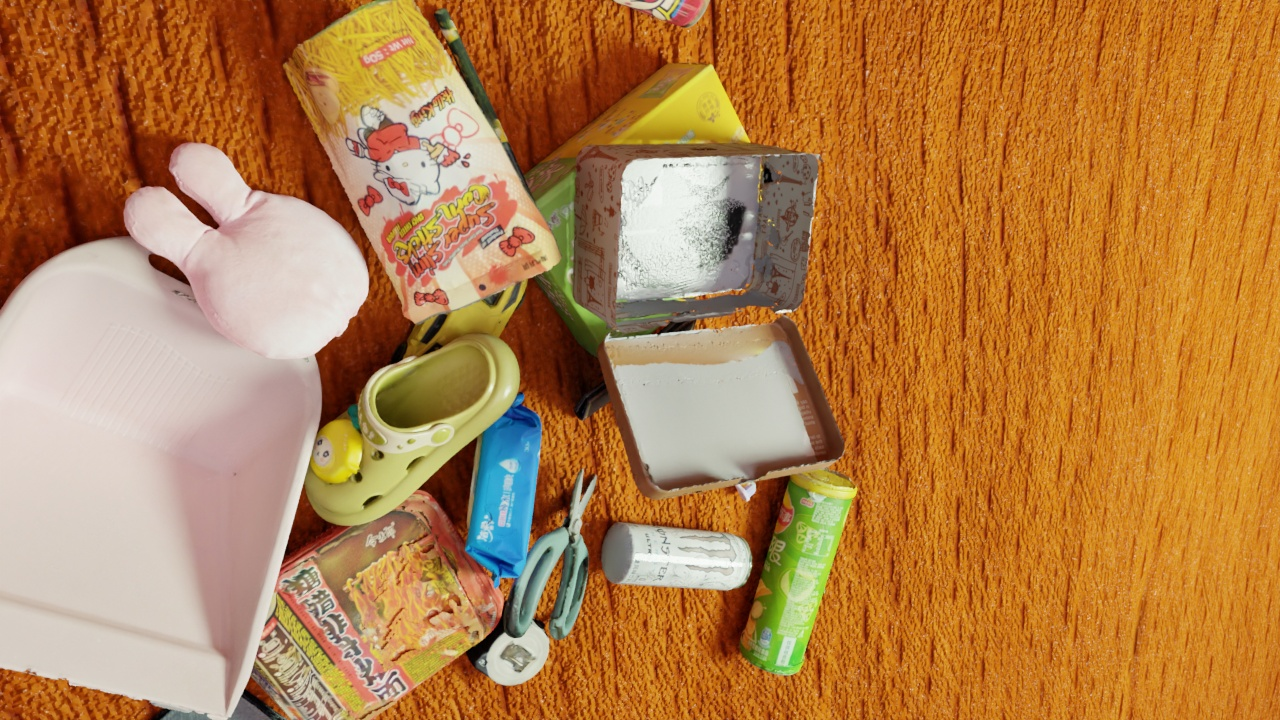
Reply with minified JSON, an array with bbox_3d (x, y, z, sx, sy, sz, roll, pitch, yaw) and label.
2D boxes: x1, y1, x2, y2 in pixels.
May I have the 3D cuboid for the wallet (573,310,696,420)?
[{"bbox_3d":[-0.005,0.005,0.799,0.122,0.096,0.020,-39,83,-14],"label":"wallet"}]

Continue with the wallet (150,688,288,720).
[{"bbox_3d":[-0.347,0.319,0.753,0.097,0.019,0.121,-42,120,-10],"label":"wallet"}]

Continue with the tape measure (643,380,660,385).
[{"bbox_3d":[0.010,0.041,0.853,0.058,0.025,0.054,-29,120,-14],"label":"tape measure"}]

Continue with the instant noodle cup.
[{"bbox_3d":[-0.223,0.196,0.743,0.188,0.079,0.164,-33,120,-16],"label":"instant noodle cup"}]

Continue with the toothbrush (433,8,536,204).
[{"bbox_3d":[-0.111,-0.172,0.675,0.017,0.012,0.186,-25,91,-1],"label":"toothbrush"}]

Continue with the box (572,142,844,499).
[{"bbox_3d":[0.050,-0.038,0.704,0.178,0.124,0.274,-8,89,-27],"label":"box"}]

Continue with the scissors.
[{"bbox_3d":[-0.078,0.182,0.810,0.178,0.019,0.172,-19,121,-65],"label":"scissors"}]

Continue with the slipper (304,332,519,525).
[{"bbox_3d":[-0.180,0.040,0.674,0.190,0.091,0.081,-36,149,3],"label":"slipper"}]

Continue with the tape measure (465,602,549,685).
[{"bbox_3d":[-0.119,0.266,0.852,0.065,0.033,0.066,-49,122,-5],"label":"tape measure"}]

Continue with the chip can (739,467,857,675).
[{"bbox_3d":[0.165,0.224,0.974,0.072,0.072,0.221,8,102,-31],"label":"chip can"}]

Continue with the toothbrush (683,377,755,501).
[{"bbox_3d":[0.071,0.064,0.899,0.021,0.029,0.189,-18,120,19],"label":"toothbrush"}]

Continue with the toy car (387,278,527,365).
[{"bbox_3d":[-0.145,-0.025,0.735,0.071,0.041,0.156,28,94,-32],"label":"toy car"}]

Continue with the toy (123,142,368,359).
[{"bbox_3d":[-0.264,-0.075,0.631,0.159,0.054,0.121,45,50,-26],"label":"toy"}]

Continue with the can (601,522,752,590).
[{"bbox_3d":[0.036,0.193,0.899,0.146,0.058,0.058,12,100,-31],"label":"can"}]

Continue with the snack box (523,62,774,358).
[{"bbox_3d":[0.002,-0.124,0.766,0.209,0.070,0.158,-41,122,-12],"label":"snack box"}]

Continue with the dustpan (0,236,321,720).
[{"bbox_3d":[-0.313,0.052,0.573,0.222,0.273,0.139,30,115,-36],"label":"dustpan"}]

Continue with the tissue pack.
[{"bbox_3d":[-0.113,0.103,0.749,0.052,0.095,0.157,7,88,-7],"label":"tissue pack"}]

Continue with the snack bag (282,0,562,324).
[{"bbox_3d":[-0.156,-0.136,0.646,0.129,0.073,0.208,-23,105,12],"label":"snack bag"}]

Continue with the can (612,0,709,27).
[{"bbox_3d":[-0.011,-0.304,0.707,0.132,0.053,0.053,9,102,-31],"label":"can"}]
